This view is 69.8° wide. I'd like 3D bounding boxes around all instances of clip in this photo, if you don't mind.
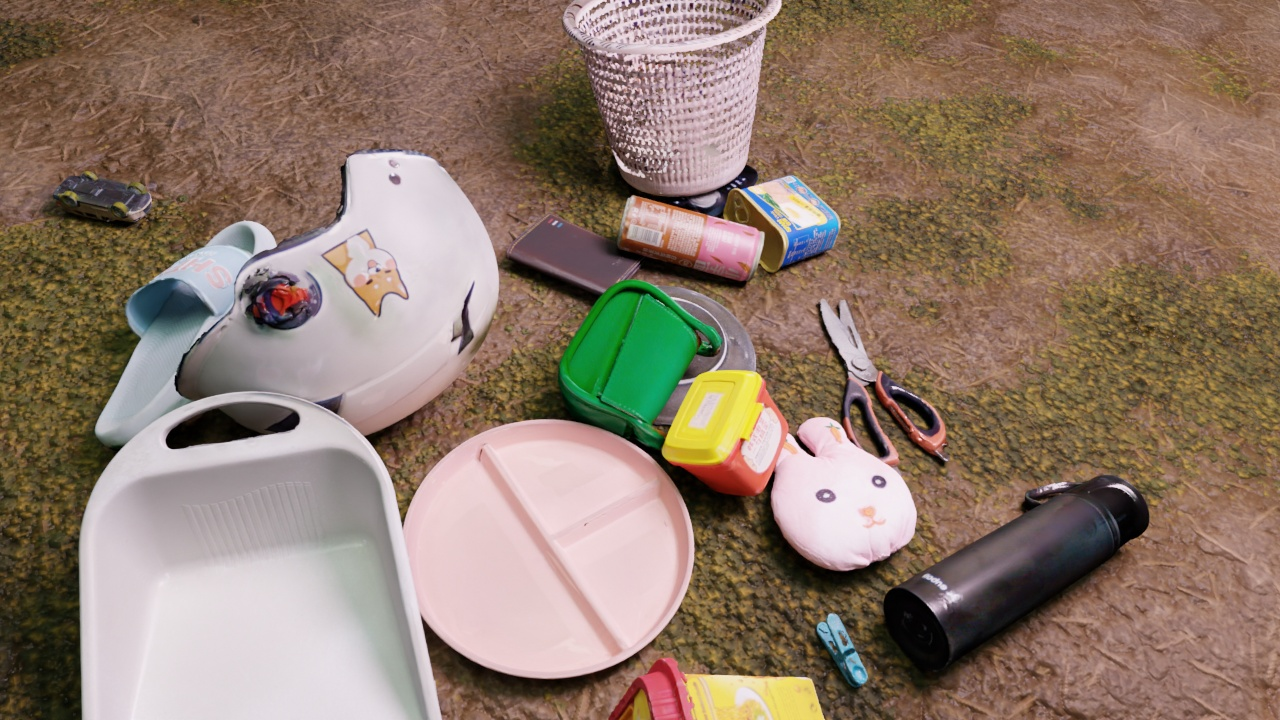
[{"bbox_3d":[0.154,0.222,0.700,0.013,0.038,0.055,-17,63,-20],"label":"clip"}]

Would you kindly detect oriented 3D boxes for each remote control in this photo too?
[{"bbox_3d":[0.082,-0.187,1.045,0.053,0.024,0.136,34,54,25],"label":"remote control"}]

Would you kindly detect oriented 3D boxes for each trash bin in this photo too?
[{"bbox_3d":[0.039,-0.298,1.007,0.227,0.192,0.227,-4,41,4],"label":"trash bin"}]

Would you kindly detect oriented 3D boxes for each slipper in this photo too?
[{"bbox_3d":[-0.402,-0.033,0.792,0.104,0.074,0.244,-12,46,26],"label":"slipper"}]

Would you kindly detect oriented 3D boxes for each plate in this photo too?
[{"bbox_3d":[-0.072,0.145,0.732,0.229,0.028,0.229,4,49,-5],"label":"plate"},{"bbox_3d":[0.026,-0.015,0.887,0.179,0.024,0.179,4,48,-4],"label":"plate"}]

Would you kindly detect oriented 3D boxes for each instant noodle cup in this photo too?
[{"bbox_3d":[0.055,0.261,0.599,0.123,0.116,0.116,2,48,-21],"label":"instant noodle cup"}]

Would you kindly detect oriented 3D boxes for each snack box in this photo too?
[{"bbox_3d":[0.077,0.063,0.773,0.082,0.080,0.091,-1,53,47],"label":"snack box"}]

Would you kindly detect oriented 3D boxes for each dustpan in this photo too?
[{"bbox_3d":[-0.263,0.161,0.619,0.222,0.143,0.257,-9,49,-15],"label":"dustpan"}]

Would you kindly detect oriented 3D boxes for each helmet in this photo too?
[{"bbox_3d":[-0.218,-0.028,0.750,0.157,0.230,0.273,40,77,0],"label":"helmet"}]

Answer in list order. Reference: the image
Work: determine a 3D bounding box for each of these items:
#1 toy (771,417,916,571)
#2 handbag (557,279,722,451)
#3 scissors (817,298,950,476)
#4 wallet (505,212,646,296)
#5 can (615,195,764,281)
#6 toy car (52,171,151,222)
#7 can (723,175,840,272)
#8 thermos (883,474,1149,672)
[{"bbox_3d":[0.160,0.108,0.783,0.121,0.054,0.159,-13,44,-19],"label":"toy"},{"bbox_3d":[-0.005,0.005,0.819,0.120,0.068,0.131,30,71,8],"label":"handbag"},{"bbox_3d":[0.230,0.019,0.892,0.204,0.015,0.202,27,51,17],"label":"scissors"},{"bbox_3d":[-0.065,-0.109,0.957,0.122,0.020,0.096,23,42,12],"label":"wallet"},{"bbox_3d":[0.051,-0.127,0.958,0.147,0.058,0.057,15,48,-3],"label":"can"},{"bbox_3d":[-0.543,-0.163,0.932,0.090,0.035,0.042,11,50,1],"label":"toy car"},{"bbox_3d":[0.155,-0.152,1.004,0.083,0.057,0.102,-20,55,-26],"label":"can"},{"bbox_3d":[0.303,0.163,0.751,0.242,0.068,0.090,-21,22,-26],"label":"thermos"}]
